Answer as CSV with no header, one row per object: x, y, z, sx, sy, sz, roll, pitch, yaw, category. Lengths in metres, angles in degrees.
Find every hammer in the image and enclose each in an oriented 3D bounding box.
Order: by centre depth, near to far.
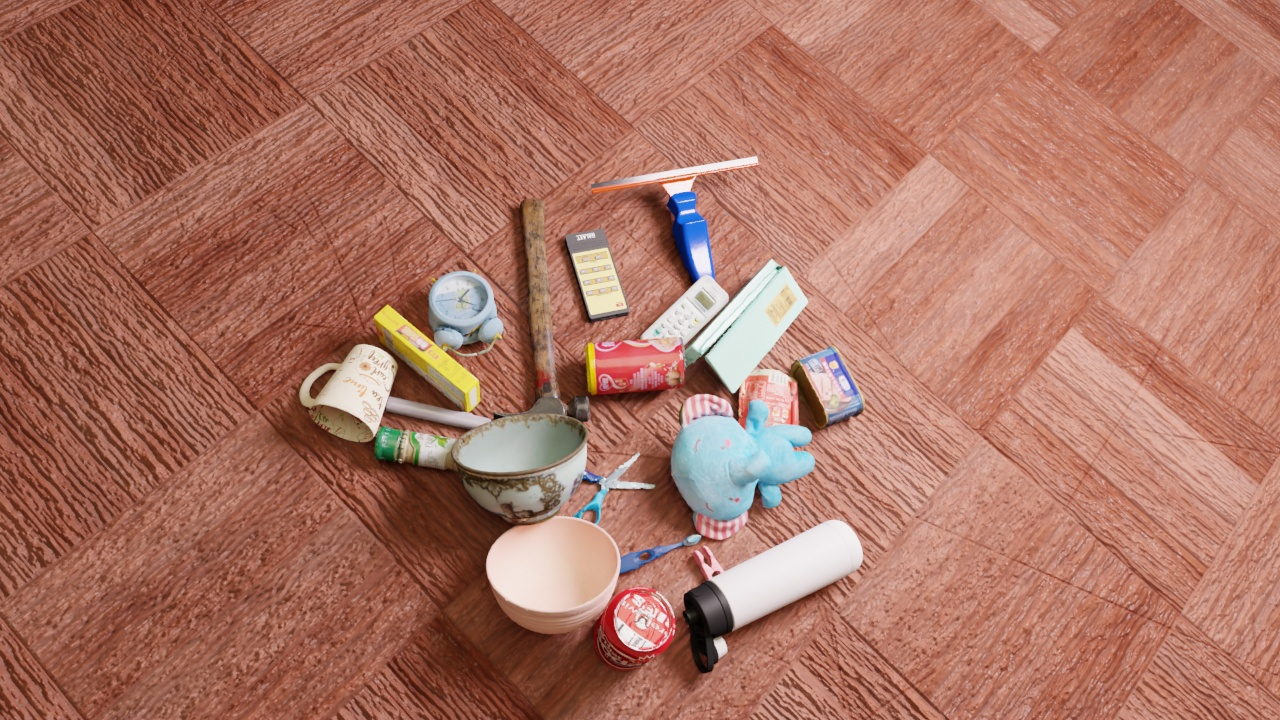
-0.142,-0.071,1.212,0.120,0.033,0.329,-3,66,-10,hammer

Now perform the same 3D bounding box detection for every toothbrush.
0.014,0.234,1.109,0.132,0.016,0.021,-17,71,-17,toothbrush
-0.221,0.074,1.139,0.188,0.018,0.019,13,66,-4,toothbrush

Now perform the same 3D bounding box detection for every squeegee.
0.071,-0.176,1.278,0.249,0.055,0.184,-13,77,-15,squeegee

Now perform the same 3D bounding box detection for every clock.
-0.226,-0.058,1.177,0.088,0.052,0.124,-13,65,-15,clock

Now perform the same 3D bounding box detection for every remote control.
0.058,-0.055,1.228,0.133,0.022,0.050,-44,91,-11,remote control
-0.060,-0.117,1.255,0.058,0.013,0.133,-13,69,-15,remote control

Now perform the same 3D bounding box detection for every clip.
0.090,0.252,1.112,0.043,0.023,0.060,-5,69,-17,clip

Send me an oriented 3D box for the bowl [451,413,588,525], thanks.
-0.134,0.135,1.072,0.159,0.160,0.094,-11,110,-14,bowl

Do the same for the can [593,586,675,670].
-0.009,0.296,1.007,0.074,0.143,0.074,4,65,-8,can

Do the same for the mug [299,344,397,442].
-0.359,0.035,1.113,0.122,0.081,0.097,4,54,21,mug

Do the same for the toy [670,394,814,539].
0.127,0.126,1.118,0.180,0.115,0.183,-8,93,-2,toy

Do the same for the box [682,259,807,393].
0.146,-0.040,1.226,0.091,0.077,0.188,43,64,1,box

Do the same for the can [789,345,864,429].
0.246,0.036,1.218,0.059,0.054,0.099,-19,70,-15,can

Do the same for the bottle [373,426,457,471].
-0.262,0.108,1.104,0.110,0.043,0.042,10,65,-6,bottle

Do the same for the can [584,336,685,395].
-0.007,0.007,1.171,0.124,0.067,0.066,-4,67,-3,can

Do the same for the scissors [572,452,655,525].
-0.050,0.146,1.138,0.129,0.014,0.117,-40,77,-23,scissors

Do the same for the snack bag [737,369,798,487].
0.164,0.089,1.191,0.087,0.044,0.155,8,69,-1,snack bag

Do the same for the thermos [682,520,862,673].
0.158,0.276,1.089,0.229,0.069,0.101,-20,103,-21,thermos

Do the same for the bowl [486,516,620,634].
-0.097,0.252,1.035,0.153,0.076,0.152,0,31,0,bowl

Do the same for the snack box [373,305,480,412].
-0.263,-0.001,1.133,0.152,0.075,0.025,38,67,8,snack box
